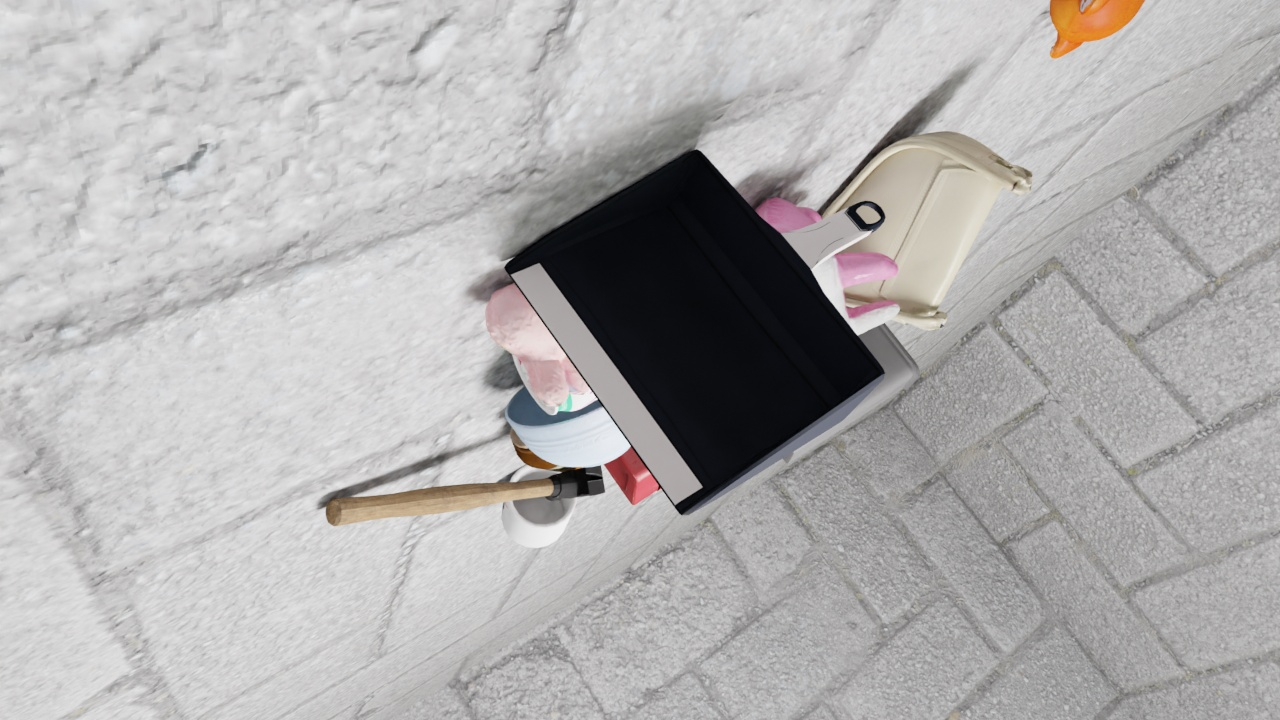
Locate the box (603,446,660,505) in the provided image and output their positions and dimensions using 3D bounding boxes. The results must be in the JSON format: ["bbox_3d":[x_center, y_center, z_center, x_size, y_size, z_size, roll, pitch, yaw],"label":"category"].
[{"bbox_3d":[-0.004,0.105,1.179,0.086,0.129,0.158,-33,165,-15],"label":"box"}]

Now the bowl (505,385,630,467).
[{"bbox_3d":[-0.050,0.056,0.900,0.151,0.075,0.150,-18,-158,7],"label":"bowl"}]

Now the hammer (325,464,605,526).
[{"bbox_3d":[-0.174,0.142,0.968,0.304,0.040,0.133,-1,167,-39],"label":"hammer"}]

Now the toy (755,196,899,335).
[{"bbox_3d":[0.169,-0.096,0.954,0.187,0.127,0.265,-15,153,21],"label":"toy"}]

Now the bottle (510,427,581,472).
[{"bbox_3d":[-0.105,0.089,1.035,0.068,0.068,0.157,-37,164,5],"label":"bottle"}]

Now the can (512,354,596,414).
[{"bbox_3d":[-0.028,-0.022,0.837,0.165,0.088,0.088,-30,163,-21],"label":"can"}]

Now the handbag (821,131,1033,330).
[{"bbox_3d":[0.315,-0.154,1.035,0.131,0.184,0.230,-25,144,-42],"label":"handbag"}]

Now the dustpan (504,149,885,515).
[{"bbox_3d":[0.078,-0.053,0.698,0.272,0.236,0.080,-26,160,-32],"label":"dustpan"}]

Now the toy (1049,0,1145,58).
[{"bbox_3d":[0.436,-0.365,0.835,0.172,0.093,0.164,-48,167,-3],"label":"toy"}]

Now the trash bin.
[{"bbox_3d":[0.258,0.012,1.349,0.219,0.191,0.098,-32,164,-8],"label":"trash bin"}]

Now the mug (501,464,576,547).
[{"bbox_3d":[-0.128,0.184,1.235,0.121,0.091,0.090,-47,171,-29],"label":"mug"}]

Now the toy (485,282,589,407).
[{"bbox_3d":[-0.075,-0.016,0.736,0.053,0.105,0.108,-21,-179,31],"label":"toy"}]
